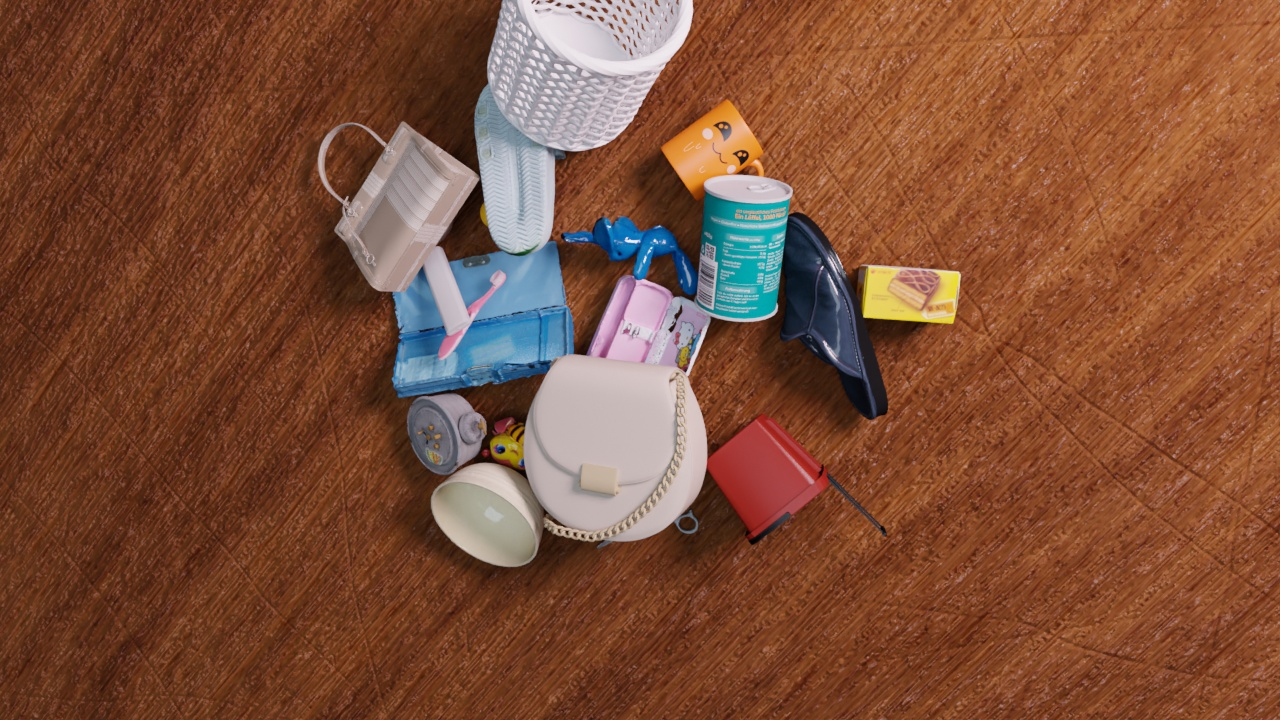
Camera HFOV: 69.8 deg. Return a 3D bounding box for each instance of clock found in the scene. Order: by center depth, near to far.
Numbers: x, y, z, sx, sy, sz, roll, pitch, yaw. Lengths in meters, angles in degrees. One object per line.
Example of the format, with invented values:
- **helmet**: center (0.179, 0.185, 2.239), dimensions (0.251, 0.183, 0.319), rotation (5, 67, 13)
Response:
- **clock**: center (-0.241, 0.090, 1.160), dimensions (0.148, 0.056, 0.104), rotation (-10, 98, 41)

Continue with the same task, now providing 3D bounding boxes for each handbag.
- **handbag**: center (-0.028, 0.102, 1.081), dimensions (0.211, 0.103, 0.209), rotation (7, 101, 20)
- **handbag**: center (-0.322, -0.215, 1.129), dimensions (0.198, 0.062, 0.176), rotation (43, 108, 15)

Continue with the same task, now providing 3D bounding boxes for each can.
- **can**: center (0.118, -0.131, 1.063), dimensions (0.099, 0.099, 0.144), rotation (6, 117, 6)

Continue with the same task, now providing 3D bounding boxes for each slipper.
- **slipper**: center (0.208, -0.041, 1.087), dimensions (0.083, 0.109, 0.265), rotation (-23, 99, -6)
- **slipper**: center (-0.143, -0.243, 1.118), dimensions (0.104, 0.074, 0.245), rotation (-4, 81, 15)

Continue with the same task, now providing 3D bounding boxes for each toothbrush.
- **toothbrush**: center (-0.210, -0.057, 1.138), dimensions (0.021, 0.016, 0.135), rotation (30, 79, 30)

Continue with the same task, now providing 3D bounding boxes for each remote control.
- **remote control**: center (-0.247, -0.089, 1.150), dimensions (0.033, 0.012, 0.130), rotation (-30, 60, 7)

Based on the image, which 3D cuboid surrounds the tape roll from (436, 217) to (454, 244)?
- **tape roll**: center (-0.286, -0.188, 1.167), dimensions (0.094, 0.030, 0.094), rotation (1, 98, 7)

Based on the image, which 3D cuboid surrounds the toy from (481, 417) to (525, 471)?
- **toy**: center (-0.157, 0.112, 1.179), dimensions (0.104, 0.046, 0.084), rotation (-24, 100, 43)

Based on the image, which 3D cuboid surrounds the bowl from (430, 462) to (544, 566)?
- **bowl**: center (-0.184, 0.185, 1.173), dimensions (0.151, 0.075, 0.151), rotation (14, 132, 15)

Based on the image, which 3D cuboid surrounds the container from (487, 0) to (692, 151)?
- **container**: center (-0.063, -0.354, 1.004), dimensions (0.189, 0.187, 0.189), rotation (4, 76, -17)

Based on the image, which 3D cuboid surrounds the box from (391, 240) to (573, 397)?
- **box**: center (-0.202, -0.048, 1.171), dimensions (0.232, 0.060, 0.175), rotation (-9, 72, 9)

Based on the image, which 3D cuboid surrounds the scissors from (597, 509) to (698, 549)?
- **scissors**: center (0.009, 0.192, 1.195), dimensions (0.153, 0.014, 0.131), rotation (5, 99, 3)

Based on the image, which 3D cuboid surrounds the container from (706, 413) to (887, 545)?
- **container**: center (0.179, 0.167, 1.104), dimensions (0.127, 0.148, 0.201), rotation (-41, 83, 9)

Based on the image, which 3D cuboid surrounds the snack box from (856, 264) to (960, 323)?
- **snack box**: center (0.313, -0.079, 1.085), dimensions (0.106, 0.083, 0.061), rotation (5, 98, 7)

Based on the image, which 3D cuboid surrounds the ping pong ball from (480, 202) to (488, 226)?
- **ping pong ball**: center (-0.181, -0.185, 1.150), dimensions (0.040, 0.040, 0.040), rotation (1, 98, 6)

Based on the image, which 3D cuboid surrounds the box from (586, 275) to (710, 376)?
- **box**: center (-0.004, 0.008, 1.126), dimensions (0.111, 0.101, 0.201), rotation (19, 101, -22)

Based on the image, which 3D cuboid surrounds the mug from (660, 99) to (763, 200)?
- **mug**: center (0.095, -0.237, 1.097), dimensions (0.096, 0.077, 0.112), rotation (-34, 112, 10)

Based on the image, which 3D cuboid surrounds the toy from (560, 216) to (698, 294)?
- **toy**: center (-0.004, -0.135, 1.106), dimensions (0.176, 0.113, 0.071), rotation (19, 97, -13)
